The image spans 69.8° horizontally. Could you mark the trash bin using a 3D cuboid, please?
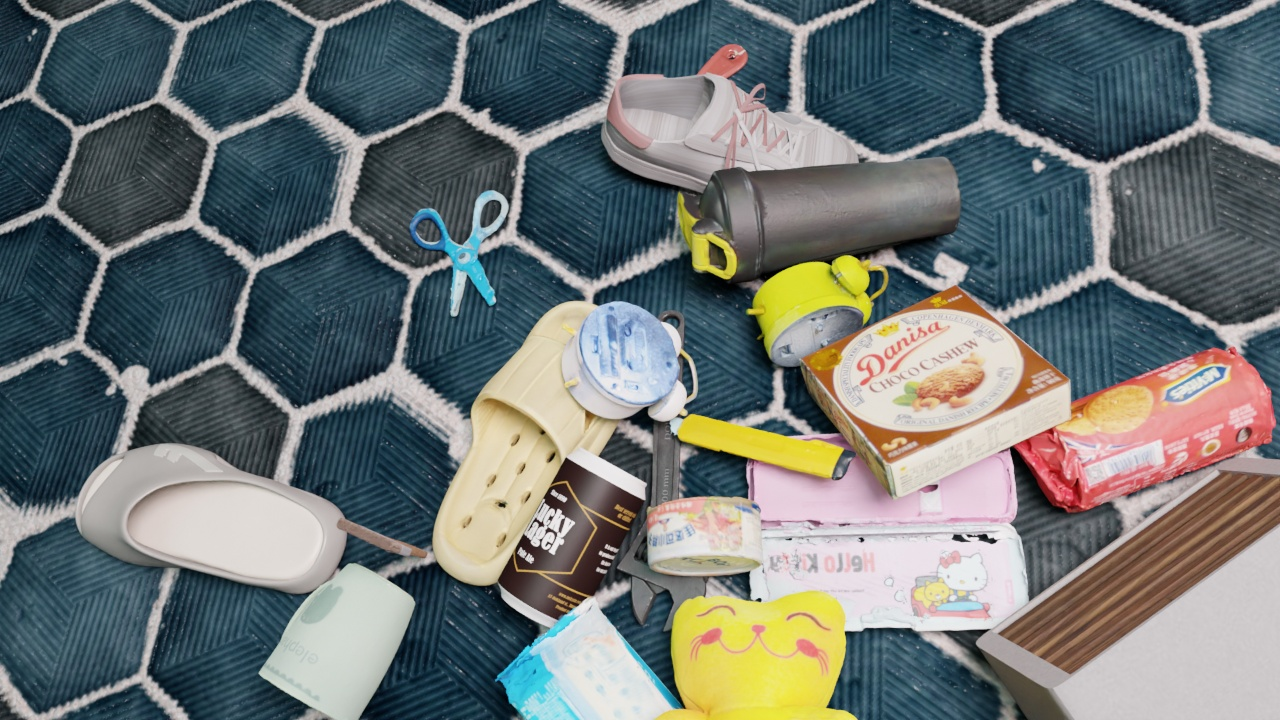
[{"bbox_3d":[0.359,0.176,0.585,0.229,0.114,0.114,-34,88,-3],"label":"trash bin"}]

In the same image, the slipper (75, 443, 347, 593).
[{"bbox_3d":[-0.384,0.132,0.783,0.266,0.080,0.112,13,75,15],"label":"slipper"}]

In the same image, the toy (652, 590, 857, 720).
[{"bbox_3d":[0.079,0.240,0.606,0.135,0.087,0.193,-7,33,16],"label":"toy"}]

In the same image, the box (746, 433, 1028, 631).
[{"bbox_3d":[0.183,0.128,0.700,0.201,0.037,0.152,-2,71,10],"label":"box"}]

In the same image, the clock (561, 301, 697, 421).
[{"bbox_3d":[-0.004,0.004,0.743,0.125,0.052,0.088,12,59,-28],"label":"clock"}]

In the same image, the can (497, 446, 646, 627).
[{"bbox_3d":[-0.052,0.138,0.714,0.072,0.072,0.128,27,84,19],"label":"can"}]

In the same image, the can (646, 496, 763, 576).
[{"bbox_3d":[0.047,0.131,0.679,0.086,0.086,0.043,-5,66,9],"label":"can"}]

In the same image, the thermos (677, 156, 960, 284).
[{"bbox_3d":[0.146,-0.120,0.761,0.221,0.098,0.098,-8,67,-4],"label":"thermos"}]

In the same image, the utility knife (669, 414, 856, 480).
[{"bbox_3d":[0.090,0.064,0.718,0.159,0.017,0.030,14,52,30],"label":"utility knife"}]

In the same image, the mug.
[{"bbox_3d":[-0.243,0.217,0.729,0.111,0.084,0.103,5,56,42],"label":"mug"}]

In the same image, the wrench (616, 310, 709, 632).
[{"bbox_3d":[0.022,0.083,0.759,0.073,0.018,0.272,-1,68,10],"label":"wrench"}]

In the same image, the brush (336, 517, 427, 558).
[{"bbox_3d":[-0.189,0.142,0.707,0.045,0.143,0.008,22,76,9],"label":"brush"}]

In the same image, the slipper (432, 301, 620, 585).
[{"bbox_3d":[-0.090,0.060,0.757,0.111,0.079,0.261,24,76,15],"label":"slipper"}]

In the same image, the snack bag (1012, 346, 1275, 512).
[{"bbox_3d":[0.369,0.054,0.673,0.176,0.082,0.082,-21,67,3],"label":"snack bag"}]

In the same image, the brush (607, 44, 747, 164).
[{"bbox_3d":[0.035,-0.252,0.878,0.172,0.030,0.041,-42,68,-7],"label":"brush"}]

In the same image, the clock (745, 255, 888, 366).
[{"bbox_3d":[0.148,-0.042,0.747,0.119,0.083,0.057,-22,60,4],"label":"clock"}]

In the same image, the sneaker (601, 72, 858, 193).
[{"bbox_3d":[0.078,-0.198,0.799,0.236,0.089,0.099,12,78,5],"label":"sneaker"}]

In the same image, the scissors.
[{"bbox_3d":[-0.178,-0.101,0.871,0.118,0.013,0.139,3,71,11],"label":"scissors"}]

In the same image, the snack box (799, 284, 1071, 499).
[{"bbox_3d":[0.216,0.019,0.693,0.143,0.041,0.147,-25,36,-3],"label":"snack box"}]

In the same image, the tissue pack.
[{"bbox_3d":[-0.027,0.251,0.664,0.093,0.062,0.144,-38,91,-4],"label":"tissue pack"}]
